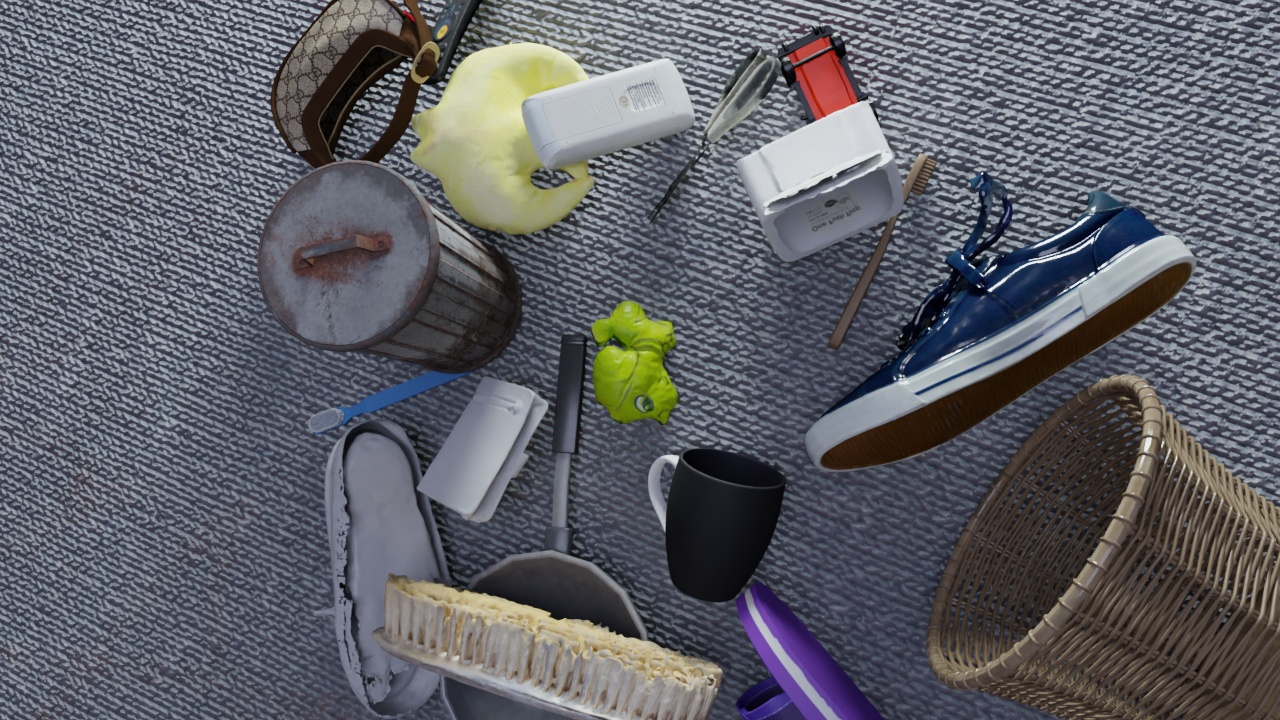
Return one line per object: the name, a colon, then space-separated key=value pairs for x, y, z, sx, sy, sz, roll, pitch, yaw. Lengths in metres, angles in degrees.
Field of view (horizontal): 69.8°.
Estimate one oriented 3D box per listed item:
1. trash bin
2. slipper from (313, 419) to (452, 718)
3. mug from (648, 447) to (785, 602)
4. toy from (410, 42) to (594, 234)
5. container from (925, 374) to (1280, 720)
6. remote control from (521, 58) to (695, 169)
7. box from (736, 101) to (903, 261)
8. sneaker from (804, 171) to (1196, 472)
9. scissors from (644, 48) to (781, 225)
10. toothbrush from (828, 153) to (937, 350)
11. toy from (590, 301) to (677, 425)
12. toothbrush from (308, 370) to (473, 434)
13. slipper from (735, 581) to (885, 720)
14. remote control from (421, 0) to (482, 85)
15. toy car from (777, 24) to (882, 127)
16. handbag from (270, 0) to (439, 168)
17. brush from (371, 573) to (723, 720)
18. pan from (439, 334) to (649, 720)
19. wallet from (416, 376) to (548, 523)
trash bin: x=-0.182 y=-0.061 z=0.698 sx=0.131 sy=0.211 sz=0.130 roll=-1 pitch=83 yaw=11
slipper: x=-0.220 y=0.174 z=0.772 sx=0.112 sy=0.075 sz=0.246 roll=-8 pitch=87 yaw=-19
mug: x=0.048 y=0.123 z=0.715 sx=0.119 sy=0.084 sz=0.100 roll=23 pitch=106 yaw=42
toy: x=-0.116 y=-0.188 z=0.770 sx=0.155 sy=0.064 sz=0.170 roll=-2 pitch=82 yaw=5
container: x=0.329 y=0.155 z=0.576 sx=0.196 sy=0.226 sz=0.227 roll=32 pitch=94 yaw=6
remote control: x=-0.025 y=-0.201 z=0.744 sx=0.138 sy=0.025 sz=0.060 roll=-20 pitch=83 yaw=-14
box: x=0.127 y=-0.132 z=0.649 sx=0.111 sy=0.190 sz=0.083 roll=-26 pitch=82 yaw=13
sneaker: x=0.234 y=-0.030 z=0.673 sx=0.295 sy=0.120 sz=0.127 roll=-34 pitch=58 yaw=7
scissors: x=0.057 y=-0.175 z=0.729 sx=0.012 sy=0.132 sz=0.169 roll=31 pitch=79 yaw=-22
toothbrush: x=0.188 y=-0.084 z=0.719 sx=0.016 sy=0.016 sz=0.167 roll=27 pitch=93 yaw=13
toy: x=-0.004 y=0.004 z=0.748 sx=0.094 sy=0.036 sz=0.093 roll=33 pitch=83 yaw=1
toothbrush: x=-0.219 y=0.030 z=0.808 sx=0.167 sy=0.014 sz=0.016 roll=-21 pitch=83 yaw=11
slipper: x=0.142 y=0.295 z=0.668 sx=0.084 sy=0.107 sz=0.266 roll=-43 pitch=84 yaw=7
remote control: x=-0.151 y=-0.301 z=0.786 sx=0.041 sy=0.020 sz=0.151 roll=11 pitch=73 yaw=44
toy car: x=0.146 y=-0.209 z=0.717 sx=0.051 sy=0.048 sz=0.100 roll=-24 pitch=82 yaw=10
handbag: x=-0.238 y=-0.234 z=0.785 sx=0.167 sy=0.063 sz=0.138 roll=-41 pitch=67 yaw=16
brush: x=-0.073 y=0.219 z=0.680 sx=0.271 sy=0.083 sz=0.056 roll=12 pitch=85 yaw=16
pan: x=-0.067 y=0.156 z=0.755 sx=0.179 sy=0.041 sz=0.357 roll=2 pitch=82 yaw=14
wallet: x=-0.127 y=0.072 z=0.756 sx=0.086 sy=0.032 sz=0.116 roll=21 pitch=77 yaw=43
